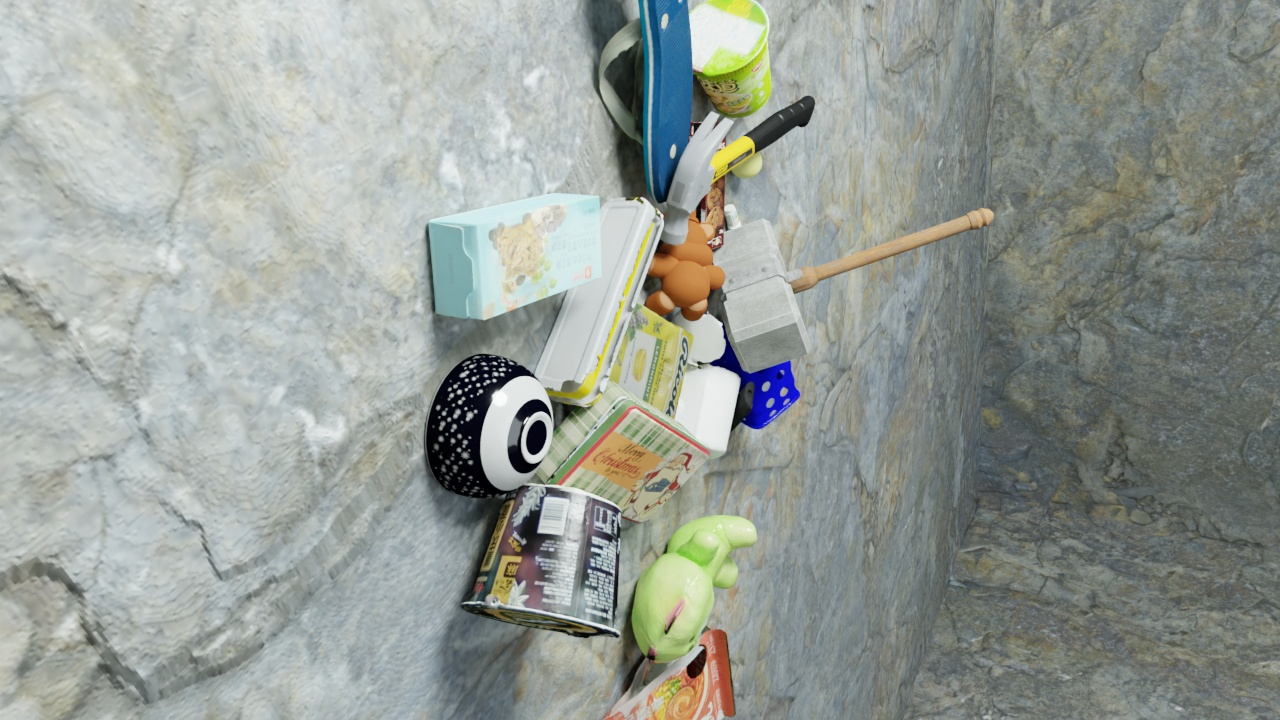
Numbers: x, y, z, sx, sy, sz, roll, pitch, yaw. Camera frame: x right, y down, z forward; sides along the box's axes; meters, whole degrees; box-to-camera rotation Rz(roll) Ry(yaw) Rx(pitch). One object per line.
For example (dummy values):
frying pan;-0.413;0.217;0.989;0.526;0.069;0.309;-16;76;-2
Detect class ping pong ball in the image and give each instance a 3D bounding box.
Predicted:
ping pong ball;0.129;-0.244;1.128;0.040;0.040;0.040;-26;121;-56

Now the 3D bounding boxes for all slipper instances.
slipper;0.007;-0.290;0.873;0.295;0.060;0.118;84;28;-44

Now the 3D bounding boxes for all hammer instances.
hammer;0.122;-0.241;1.020;0.322;0.029;0.127;-41;154;-45
hammer;0.245;-0.114;1.054;0.083;0.318;0.162;58;17;-50

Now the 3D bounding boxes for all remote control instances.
remote control;0.112;0.067;1.130;0.147;0.015;0.033;119;-16;-63

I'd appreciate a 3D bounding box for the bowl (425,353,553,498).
bowl;-0.111;0.058;0.755;0.119;0.066;0.120;-26;121;-56

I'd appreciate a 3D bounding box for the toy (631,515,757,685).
toy;0.051;0.268;1.089;0.196;0.107;0.150;-33;150;-43

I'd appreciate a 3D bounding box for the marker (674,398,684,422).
marker;0.022;0.106;1.033;0.017;0.020;0.133;-141;-108;-87

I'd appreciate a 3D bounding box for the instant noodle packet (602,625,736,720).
instant noodle packet;0.017;0.441;1.131;0.220;0.084;0.164;-34;129;-39

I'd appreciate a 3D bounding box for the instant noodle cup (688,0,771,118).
instant noodle cup;0.101;-0.325;1.006;0.108;0.099;0.098;46;58;-65

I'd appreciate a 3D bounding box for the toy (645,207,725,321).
toy;0.045;-0.110;1.001;0.095;0.065;0.127;10;70;-22

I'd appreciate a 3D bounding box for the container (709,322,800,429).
container;0.139;0.011;1.159;0.084;0.085;0.114;-38;132;-20

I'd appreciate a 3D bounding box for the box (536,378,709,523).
box;-0.015;0.098;0.915;0.117;0.051;0.205;-49;148;2

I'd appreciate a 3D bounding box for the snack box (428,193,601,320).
snack box;-0.097;-0.089;0.753;0.174;0.053;0.075;-27;122;-55

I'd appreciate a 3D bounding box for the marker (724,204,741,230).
marker;0.130;-0.142;1.184;0.017;0.017;0.145;-62;146;-31

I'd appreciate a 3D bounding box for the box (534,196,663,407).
box;-0.036;-0.057;0.857;0.037;0.064;0.209;42;62;-51

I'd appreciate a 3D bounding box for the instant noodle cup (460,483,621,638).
instant noodle cup;-0.075;0.173;0.797;0.137;0.137;0.112;46;50;-56

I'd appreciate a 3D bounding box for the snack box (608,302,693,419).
snack box;-0.006;0.006;0.953;0.180;0.045;0.121;28;73;-60

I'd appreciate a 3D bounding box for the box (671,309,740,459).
box;0.069;0.028;1.063;0.126;0.085;0.155;32;68;-52

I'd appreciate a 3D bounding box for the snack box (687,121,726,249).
snack box;0.071;-0.199;1.044;0.050;0.032;0.141;-27;122;-56
